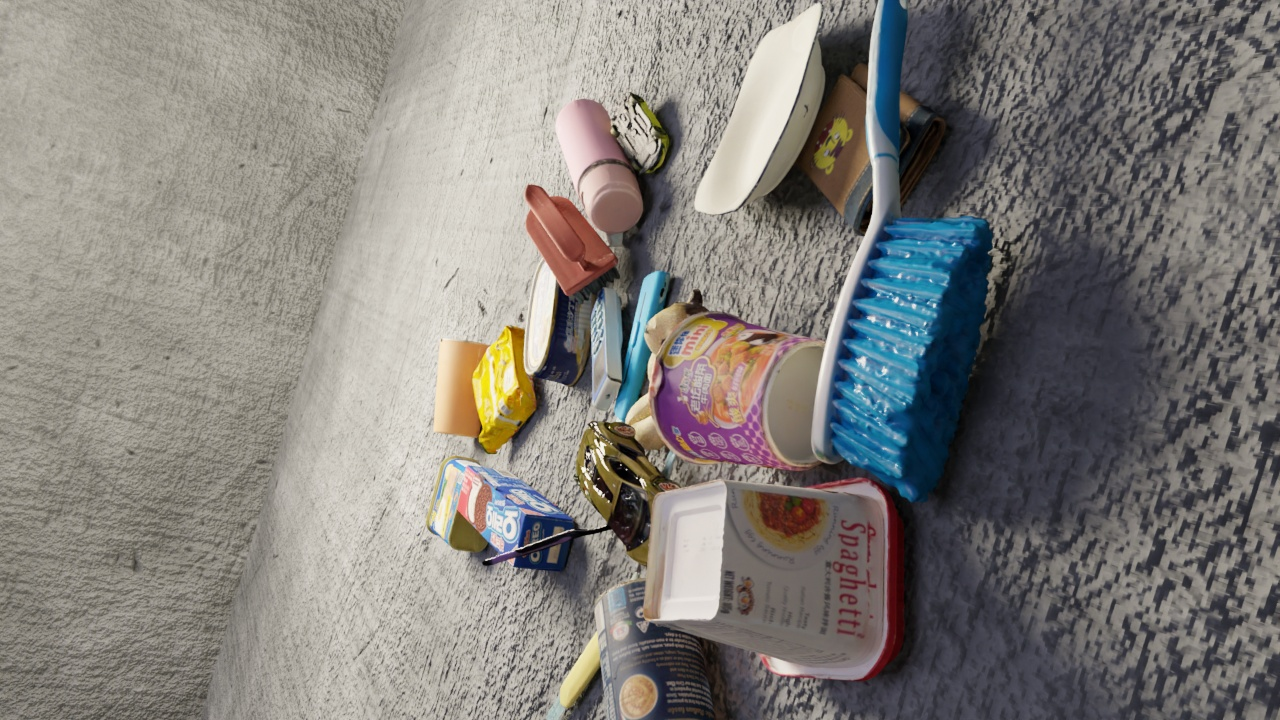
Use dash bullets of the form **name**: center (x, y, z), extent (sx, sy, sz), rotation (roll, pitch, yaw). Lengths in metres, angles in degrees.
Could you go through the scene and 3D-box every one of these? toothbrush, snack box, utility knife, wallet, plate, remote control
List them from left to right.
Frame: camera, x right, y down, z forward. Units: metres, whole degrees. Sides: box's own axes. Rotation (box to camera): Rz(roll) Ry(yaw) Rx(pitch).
- **snack box**: center (-0.138, 0.163, 0.978), extent (0.208, 0.057, 0.058), rotation (17, 93, 62)
- **toothbrush**: center (-0.077, 0.164, 0.847), extent (0.189, 0.014, 0.016), rotation (-23, 40, 29)
- **utility knife**: center (-0.044, 0.257, 0.797), extent (0.184, 0.019, 0.031), rotation (-55, 28, 21)
- **remote control**: center (-0.033, -0.014, 0.899), extent (0.049, 0.024, 0.124), rotation (116, 159, -46)
- **utility knife**: center (-0.005, 0.005, 0.860), extent (0.034, 0.018, 0.182), rotation (13, 88, 62)
- **plate**: center (0.101, -0.186, 0.718), extent (0.163, 0.034, 0.164), rotation (-141, 72, -76)
- **wallet**: center (0.154, -0.149, 0.636), extent (0.090, 0.033, 0.115), rotation (-60, 27, 26)

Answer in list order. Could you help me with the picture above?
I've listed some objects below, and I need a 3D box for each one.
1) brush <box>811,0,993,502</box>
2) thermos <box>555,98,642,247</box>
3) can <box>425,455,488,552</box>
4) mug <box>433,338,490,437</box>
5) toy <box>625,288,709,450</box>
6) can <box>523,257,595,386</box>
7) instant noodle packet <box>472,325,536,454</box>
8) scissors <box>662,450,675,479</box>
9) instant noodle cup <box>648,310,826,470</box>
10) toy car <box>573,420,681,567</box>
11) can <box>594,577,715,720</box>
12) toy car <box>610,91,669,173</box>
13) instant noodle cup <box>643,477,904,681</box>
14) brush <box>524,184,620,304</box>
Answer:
- **brush**: center (0.155, -0.083, 0.537), extent (0.110, 0.060, 0.314), rotation (14, 90, 47)
- **thermos**: center (-0.045, -0.204, 1.001), extent (0.198, 0.067, 0.087), rotation (-110, 13, -46)
- **can**: center (-0.212, 0.174, 1.109), extent (0.083, 0.057, 0.102), rotation (13, 87, 60)
- **mug**: center (-0.234, 0.037, 1.203), extent (0.078, 0.078, 0.122), rotation (-1, 79, 61)
- **toy**: center (0.022, 0.013, 0.756), extent (0.158, 0.066, 0.105), rotation (111, 163, -45)
- **can**: center (-0.089, -0.047, 1.005), extent (0.075, 0.049, 0.148), rotation (-28, 52, 54)
- **instant noodle packet**: center (-0.163, 0.034, 1.106), extent (0.111, 0.044, 0.128), rotation (-50, 38, 36)
- **scissors**: center (0.018, 0.109, 0.745), extent (0.134, 0.017, 0.134), rotation (53, 135, 46)
- **instant noodle cup**: center (0.078, 0.025, 0.612), extent (0.099, 0.111, 0.111), rotation (11, 86, 53)
- **toy car**: center (-0.010, 0.106, 0.740), extent (0.158, 0.042, 0.070), rotation (42, 123, 52)
- **can**: center (0.009, 0.221, 0.659), extent (0.075, 0.075, 0.111), rotation (-51, 35, 37)
- **toy car**: center (0.003, -0.236, 0.956), extent (0.048, 0.032, 0.105), rotation (-54, 45, 32)
- **instant noodle cup**: center (0.075, 0.122, 0.538), extent (0.117, 0.124, 0.116), rotation (-24, 55, 55)
- **brush**: center (-0.080, -0.129, 0.952), extent (0.063, 0.069, 0.145), rotation (-34, 49, -1)
